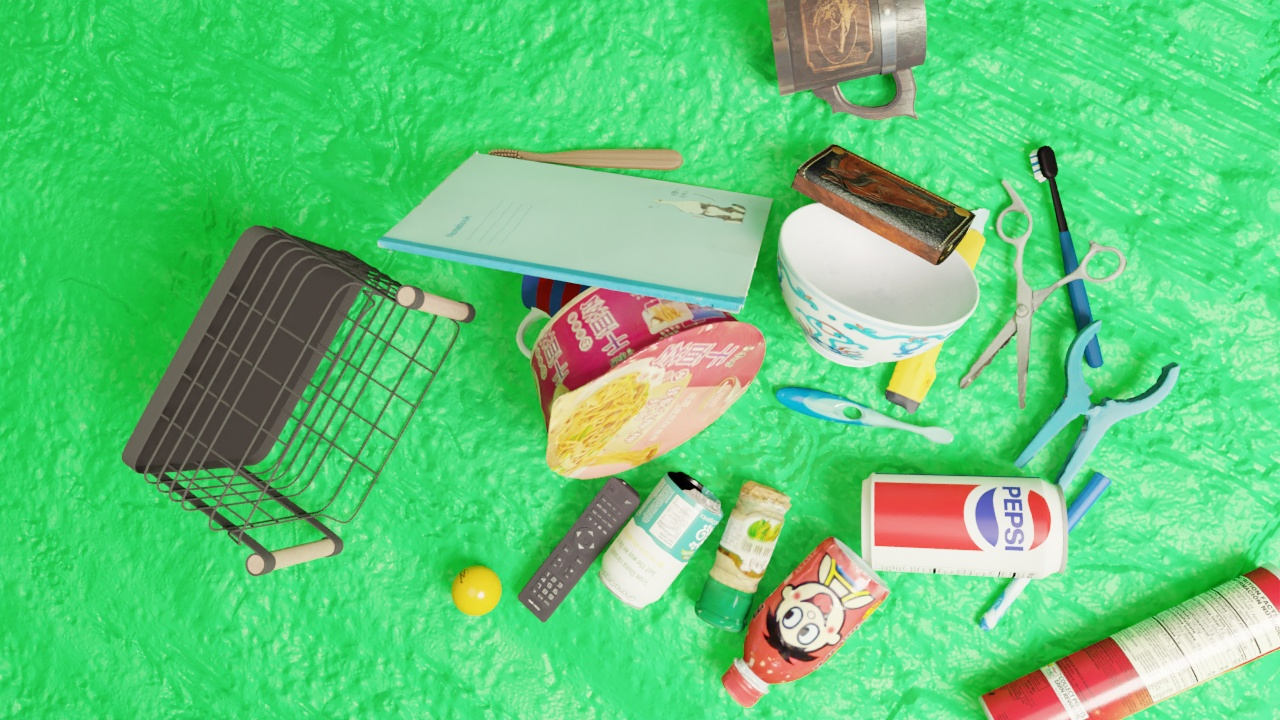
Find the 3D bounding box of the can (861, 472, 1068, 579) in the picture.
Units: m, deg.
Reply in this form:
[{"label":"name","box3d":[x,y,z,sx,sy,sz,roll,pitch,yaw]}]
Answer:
[{"label":"can","box3d":[0.226,0.116,0.651,0.132,0.070,0.070,0,87,16]}]

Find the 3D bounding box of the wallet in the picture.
[{"label":"wallet","box3d":[0.179,-0.116,0.677,0.123,0.072,0.019,33,132,19]}]

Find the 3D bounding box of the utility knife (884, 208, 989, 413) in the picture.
[{"label":"utility knife","box3d":[0.226,-0.039,0.691,0.030,0.017,0.165,22,92,8]}]

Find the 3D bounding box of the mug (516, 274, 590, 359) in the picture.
[{"label":"mug","box3d":[-0.050,-0.045,0.719,0.076,0.075,0.111,23,80,13]}]

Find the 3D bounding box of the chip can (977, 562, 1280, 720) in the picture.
[{"label":"chip can","box3d":[0.344,0.211,0.632,0.215,0.051,0.052,-30,81,10]}]

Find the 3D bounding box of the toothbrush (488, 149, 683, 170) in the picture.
[{"label":"toothbrush","box3d":[-0.047,-0.168,0.761,0.167,0.016,0.016,4,90,12]}]

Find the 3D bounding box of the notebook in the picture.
[{"label":"notebook","box3d":[-0.037,-0.103,0.676,0.253,0.180,0.009,11,125,8]}]

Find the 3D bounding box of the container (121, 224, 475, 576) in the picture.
[{"label":"container","box3d":[-0.258,0.026,0.721,0.130,0.162,0.241,31,94,13]}]

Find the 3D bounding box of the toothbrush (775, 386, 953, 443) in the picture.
[{"label":"toothbrush","box3d":[0.170,0.042,0.701,0.135,0.017,0.022,14,90,16]}]

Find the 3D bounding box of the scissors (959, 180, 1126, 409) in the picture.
[{"label":"scissors","box3d":[0.276,-0.052,0.674,0.142,0.014,0.161,-37,61,29]}]

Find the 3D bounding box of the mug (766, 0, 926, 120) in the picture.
[{"label":"mug","box3d":[0.156,-0.233,0.694,0.107,0.079,0.116,-8,113,11]}]

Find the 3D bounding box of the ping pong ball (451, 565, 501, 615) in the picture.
[{"label":"ping pong ball","box3d":[-0.133,0.187,0.746,0.040,0.040,0.040,-1,86,13]}]

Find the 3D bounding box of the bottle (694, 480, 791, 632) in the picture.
[{"label":"bottle","box3d":[0.079,0.149,0.701,0.043,0.043,0.111,21,91,13]}]

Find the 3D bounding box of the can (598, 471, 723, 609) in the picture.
[{"label":"can","box3d":[0.015,0.138,0.708,0.055,0.055,0.101,38,95,12]}]

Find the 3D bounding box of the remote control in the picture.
[{"label":"remote control","box3d":[-0.048,0.150,0.730,0.032,0.015,0.137,40,106,12]}]

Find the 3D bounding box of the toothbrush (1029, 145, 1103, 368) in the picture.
[{"label":"toothbrush","box3d":[0.314,-0.076,0.673,0.014,0.014,0.167,-11,87,-22]}]

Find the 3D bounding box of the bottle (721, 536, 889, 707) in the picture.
[{"label":"bottle","box3d":[0.116,0.198,0.679,0.062,0.062,0.137,43,95,12]}]

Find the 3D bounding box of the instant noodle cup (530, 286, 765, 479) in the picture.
[{"label":"instant noodle cup","box3d":[-0.004,0.004,0.671,0.179,0.178,0.077,-35,63,8]}]

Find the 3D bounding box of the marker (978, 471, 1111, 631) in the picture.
[{"label":"marker","box3d":[0.293,0.140,0.668,0.013,0.013,0.142,37,96,12]}]

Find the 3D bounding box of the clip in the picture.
[{"label":"clip","box3d":[0.336,0.039,0.647,0.121,0.031,0.130,11,96,15]}]

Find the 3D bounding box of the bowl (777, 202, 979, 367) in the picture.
[{"label":"bowl","box3d":[0.160,-0.044,0.665,0.144,0.143,0.074,27,132,13]}]
